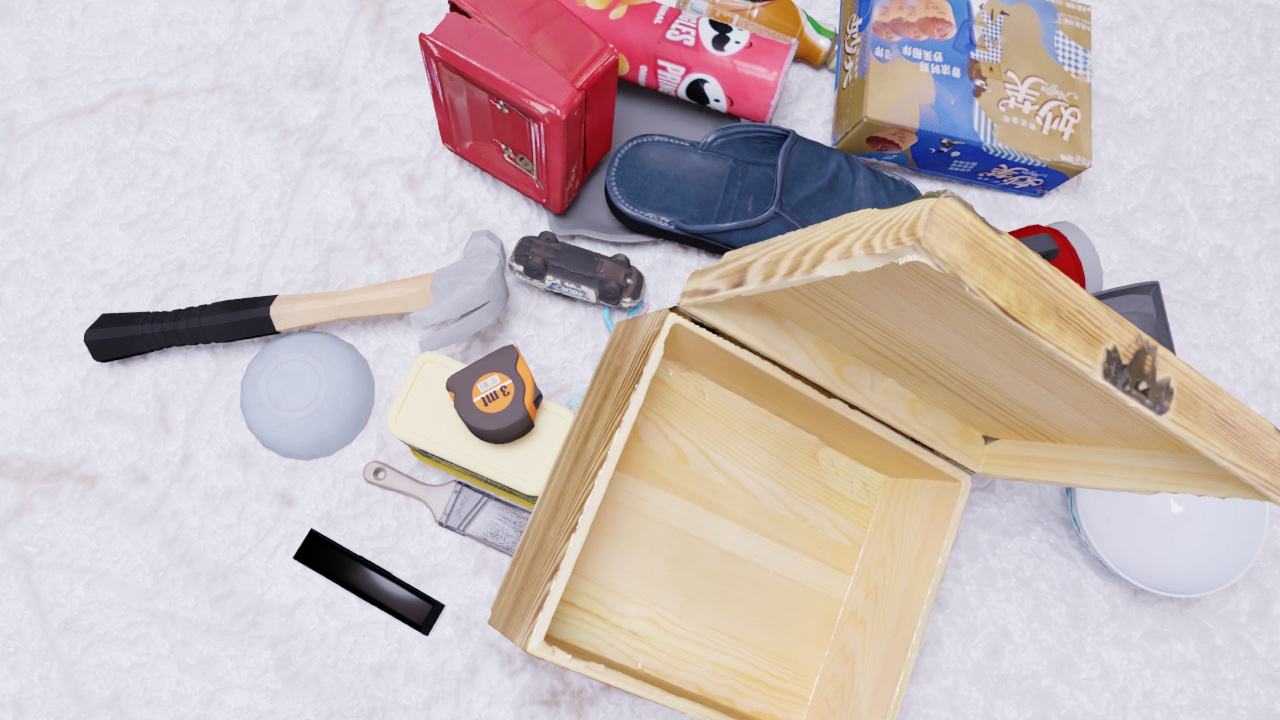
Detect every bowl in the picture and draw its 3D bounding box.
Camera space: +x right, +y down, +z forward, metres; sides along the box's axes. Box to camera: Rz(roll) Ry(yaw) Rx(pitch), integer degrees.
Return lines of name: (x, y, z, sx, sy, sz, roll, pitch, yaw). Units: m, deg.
bowl: (0.389, 0.109, 0.710, 0.144, 0.074, 0.143, 0, 77, -2)
bowl: (-0.268, 0.024, 0.726, 0.106, 0.039, 0.106, 0, 77, -2)

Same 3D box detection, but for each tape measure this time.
tape measure: (-0.096, 0.027, 0.625, 0.058, 0.038, 0.058, -30, 66, -9)

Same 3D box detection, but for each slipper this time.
slipper: (0.104, -0.135, 0.728, 0.265, 0.083, 0.108, 11, 74, -1)

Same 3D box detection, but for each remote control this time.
remote control: (-0.210, 0.171, 0.708, 0.124, 0.012, 0.028, 28, 77, 5)

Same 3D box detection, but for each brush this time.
brush: (-0.149, 0.113, 0.723, 0.151, 0.012, 0.039, 23, 78, 4)

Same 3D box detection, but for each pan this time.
pan: (0.042, -0.155, 0.786, 0.354, 0.024, 0.216, 34, 78, 6)

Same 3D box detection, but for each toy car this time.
toy car: (-0.052, -0.070, 0.753, 0.113, 0.041, 0.048, 17, 46, -1)

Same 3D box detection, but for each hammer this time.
hammer: (-0.268, -0.039, 0.719, 0.328, 0.131, 0.039, -7, 122, 4)

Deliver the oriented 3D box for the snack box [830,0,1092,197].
snack box: (0.271, -0.237, 0.772, 0.202, 0.069, 0.155, 9, 77, -11)

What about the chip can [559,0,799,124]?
chip can: (0.008, -0.262, 0.760, 0.233, 0.073, 0.073, 19, 77, 3)

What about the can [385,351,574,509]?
can: (-0.113, 0.055, 0.690, 0.135, 0.104, 0.075, 23, 77, 3)

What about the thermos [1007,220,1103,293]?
thermos: (0.258, -0.053, 0.727, 0.198, 0.108, 0.084, -18, 62, -6)

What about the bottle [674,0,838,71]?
bottle: (0.113, -0.295, 0.806, 0.167, 0.059, 0.059, 20, 77, -6)

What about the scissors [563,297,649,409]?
scissors: (-0.004, 0.008, 0.737, 0.095, 0.015, 0.142, 24, 62, -5)

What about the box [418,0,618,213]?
box: (-0.087, -0.205, 0.702, 0.130, 0.158, 0.097, 36, 73, 5)

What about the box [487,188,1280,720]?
box: (0.129, 0.092, 0.537, 0.279, 0.337, 0.285, 27, 74, -18)

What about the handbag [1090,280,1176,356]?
handbag: (0.248, 0.011, 0.680, 0.196, 0.176, 0.072, -5, 76, 0)
